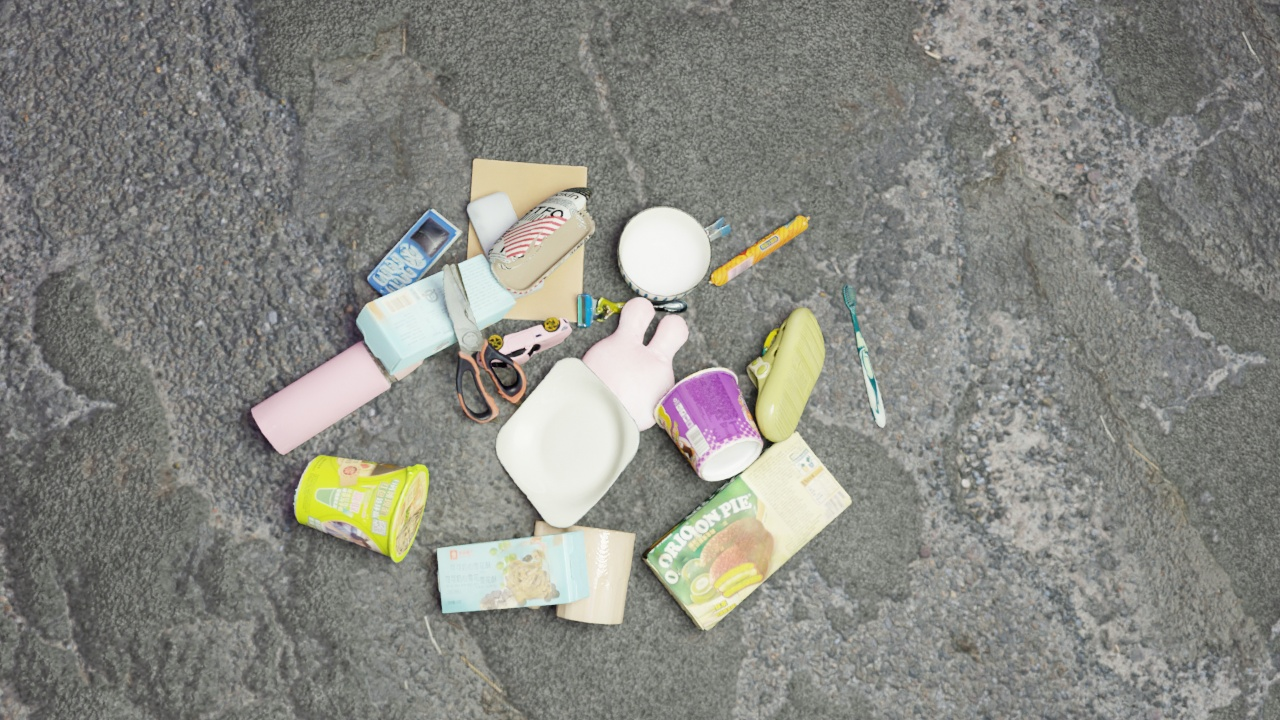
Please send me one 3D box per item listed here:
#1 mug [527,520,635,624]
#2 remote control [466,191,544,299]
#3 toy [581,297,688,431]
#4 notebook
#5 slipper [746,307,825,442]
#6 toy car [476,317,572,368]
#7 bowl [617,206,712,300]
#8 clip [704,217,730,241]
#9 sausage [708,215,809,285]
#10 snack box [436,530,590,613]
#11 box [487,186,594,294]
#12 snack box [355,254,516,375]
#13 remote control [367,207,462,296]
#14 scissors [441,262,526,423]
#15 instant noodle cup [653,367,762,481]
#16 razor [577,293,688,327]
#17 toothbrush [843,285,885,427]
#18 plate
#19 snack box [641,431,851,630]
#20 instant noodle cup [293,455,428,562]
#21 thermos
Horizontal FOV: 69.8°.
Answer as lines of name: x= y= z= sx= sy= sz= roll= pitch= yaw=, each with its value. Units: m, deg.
mug: x=-0.072 y=0.245 z=1.070 sx=0.125 sy=0.084 sz=0.103 roll=4 pitch=80 yaw=18
remote control: x=-0.168 y=-0.142 z=1.142 sx=0.055 sy=0.020 sz=0.136 roll=-23 pitch=83 yaw=-11
toy: x=-0.007 y=0.007 z=1.125 sx=0.121 sy=0.054 sz=0.159 roll=29 pitch=85 yaw=-1
notebook: x=-0.144 y=-0.152 z=1.163 sx=0.148 sy=0.008 sz=0.207 roll=3 pitch=79 yaw=-6
slipper: x=0.166 y=0.014 z=1.124 sx=0.082 sy=0.092 sz=0.190 roll=2 pitch=50 yaw=31
toy car: x=-0.140 y=-0.018 z=1.114 sx=0.122 sy=0.056 sz=0.037 roll=-20 pitch=79 yaw=-10
bowl: x=0.027 y=-0.127 z=1.149 sx=0.116 sy=0.066 sz=0.116 roll=1 pitch=79 yaw=-6
clip: x=0.088 y=-0.163 z=1.186 sx=0.058 sy=0.026 sz=0.038 roll=-32 pitch=74 yaw=-4
sausage: x=0.155 y=-0.143 z=1.191 sx=0.165 sy=0.021 sz=0.021 roll=-34 pitch=85 yaw=-12
snack box: x=-0.144 y=0.238 z=1.031 sx=0.175 sy=0.051 sz=0.074 roll=-11 pitch=80 yaw=23
box: x=-0.115 y=-0.144 z=1.119 sx=0.076 sy=0.087 sz=0.162 roll=12 pitch=48 yaw=37
snack box: x=-0.236 y=-0.056 z=1.068 sx=0.174 sy=0.052 sz=0.074 roll=-32 pitch=85 yaw=-38
remote control: x=-0.279 y=-0.129 z=1.133 sx=0.049 sy=0.024 sz=0.124 roll=39 pitch=79 yaw=1
scissors: x=-0.179 y=-0.021 z=1.053 sx=0.185 sy=0.015 sz=0.209 roll=13 pitch=114 yaw=-32
instant noodle cup: x=0.087 y=0.080 z=1.082 sx=0.111 sy=0.112 sz=0.099 roll=-23 pitch=58 yaw=-11
razor: x=-0.010 y=-0.067 z=1.157 sx=0.142 sy=0.022 sz=0.043 roll=-3 pitch=107 yaw=-11
toothbrush: x=0.290 y=-0.007 z=1.185 sx=0.016 sy=0.018 sz=0.191 roll=-11 pitch=81 yaw=-9
plate: x=-0.081 y=0.097 z=1.080 sx=0.164 sy=0.034 sz=0.163 roll=-49 pitch=60 yaw=11
snack box: x=0.127 y=0.202 z=1.104 sx=0.239 sy=0.063 sz=0.114 roll=-39 pitch=86 yaw=-12
instant noodle cup: x=-0.318 y=0.159 z=1.039 sx=0.123 sy=0.112 sz=0.111 roll=13 pitch=78 yaw=2
thermos: x=-0.355 y=0.022 z=1.080 sx=0.198 sy=0.067 sz=0.087 roll=-36 pitch=56 yaw=-11
